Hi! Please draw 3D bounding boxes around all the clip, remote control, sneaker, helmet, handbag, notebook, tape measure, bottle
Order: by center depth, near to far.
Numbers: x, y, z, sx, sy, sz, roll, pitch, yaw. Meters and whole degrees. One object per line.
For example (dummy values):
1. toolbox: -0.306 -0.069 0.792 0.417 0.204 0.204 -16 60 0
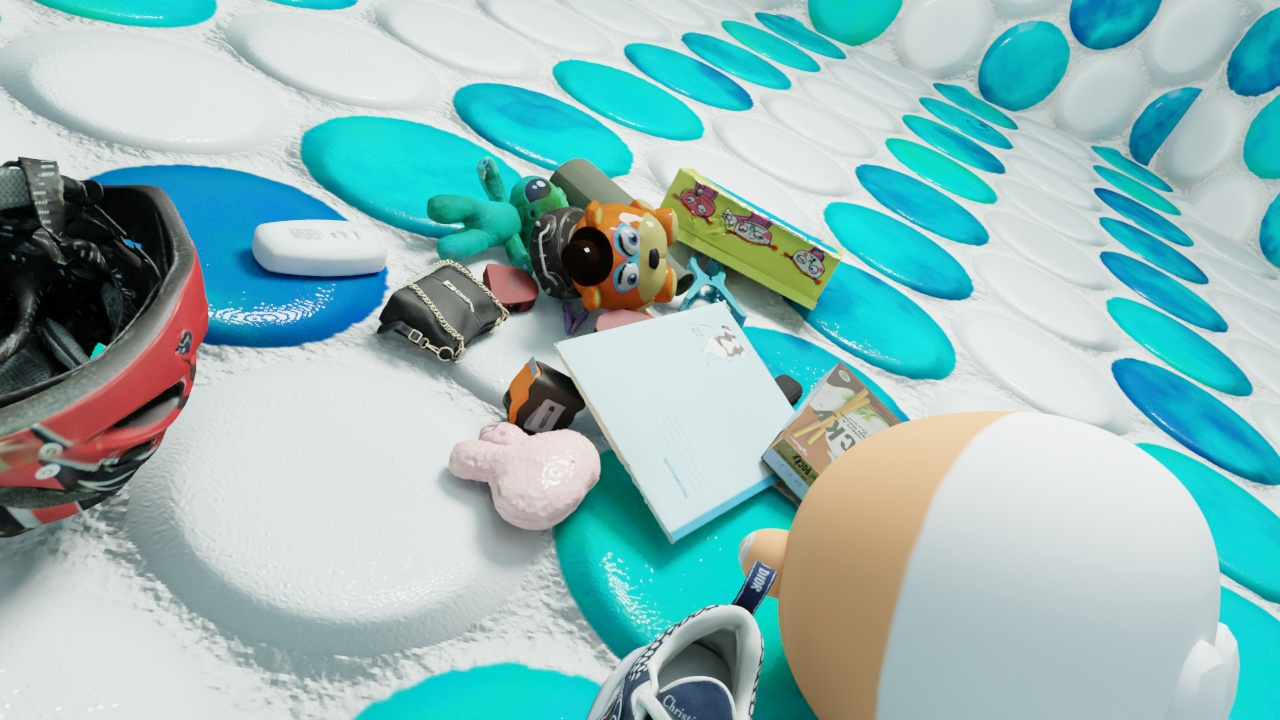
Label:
1. sneaker: 0.002 0.212 0.463 0.103 0.133 0.268 33 34 9
2. helmet: -0.351 -0.005 0.496 0.217 0.167 0.271 -4 35 -17
3. tape measure: -0.080 0.036 0.732 0.058 0.059 0.038 31 25 -37
4. notebook: 0.052 0.040 0.794 0.252 0.009 0.181 -17 72 -52
5. handbag: -0.167 -0.040 0.799 0.079 0.054 0.128 39 30 1
6. remote control: -0.284 -0.100 0.815 0.114 0.028 0.060 -9 46 -42
7. tape measure: -0.124 -0.066 0.887 0.051 0.019 0.059 10 41 -28
8. remote control: 0.117 0.046 0.896 0.033 0.015 0.146 37 34 18
9. clip: -0.069 -0.044 0.901 0.045 0.014 0.050 36 31 16
10. bottle: -0.020 -0.144 1.024 0.071 0.072 0.207 -14 49 -46
11. clip: 0.067 -0.085 1.045 0.103 0.027 0.119 20 33 -14

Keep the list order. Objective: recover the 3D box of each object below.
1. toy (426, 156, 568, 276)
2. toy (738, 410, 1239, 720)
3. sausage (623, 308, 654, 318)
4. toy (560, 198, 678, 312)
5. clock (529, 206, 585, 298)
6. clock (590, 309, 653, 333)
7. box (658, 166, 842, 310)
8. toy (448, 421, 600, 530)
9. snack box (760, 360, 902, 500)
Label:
1. toy: -0.136 -0.144 0.951 0.192 0.073 0.130 -15 89 -42
2. toy: 0.213 0.160 0.585 0.281 0.266 0.262 14 3 39
3. sausage: 0.005 -0.039 0.937 0.020 0.020 0.155 -11 47 -44
4. toy: -0.019 -0.100 0.889 0.096 0.112 0.175 9 13 39
5. clock: -0.078 -0.106 0.917 0.044 0.091 0.122 -5 6 30
6. clock: -0.005 0.005 0.838 0.096 0.048 0.137 15 33 -16
7. box: 0.132 -0.147 1.108 0.221 0.080 0.124 31 16 4
8. toy: -0.085 0.079 0.677 0.105 0.053 0.108 23 31 17
9. snack box: 0.189 0.078 0.860 0.101 0.032 0.185 46 34 4
